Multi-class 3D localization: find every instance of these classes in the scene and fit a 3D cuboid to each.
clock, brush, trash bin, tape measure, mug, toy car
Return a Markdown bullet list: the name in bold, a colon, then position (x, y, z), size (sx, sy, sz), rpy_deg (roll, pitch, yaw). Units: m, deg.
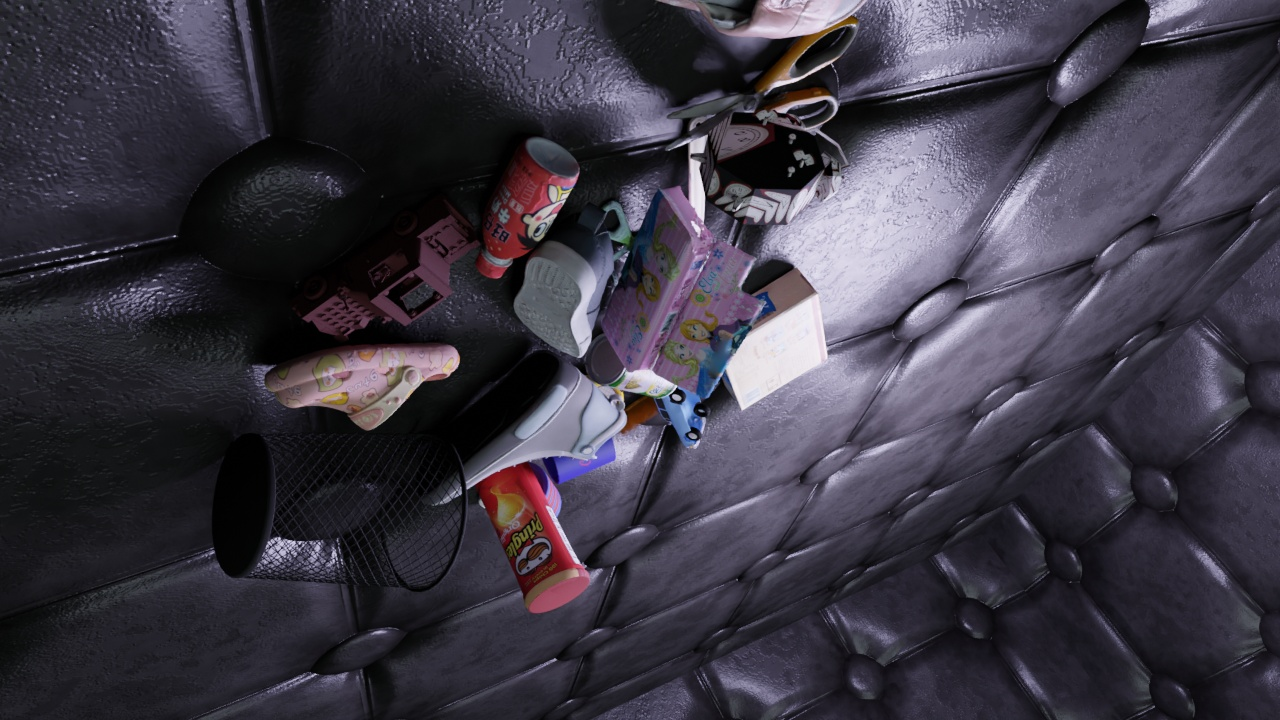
- **clock**: position (0.134, -0.196, 0.884), size (0.154, 0.114, 0.065), rpy_deg (-20, 150, -23)
- **brush**: position (0.060, -0.170, 0.978), size (0.033, 0.012, 0.218), rpy_deg (-25, 144, -17)
- **trash bin**: position (-0.326, 0.158, 0.987), size (0.209, 0.184, 0.184), rpy_deg (11, 131, -43)
- **tape measure**: position (-0.056, 0.049, 1.182), size (0.065, 0.037, 0.064), rpy_deg (17, 89, -36)
- **brush**: position (0.017, 0.062, 1.312), size (0.126, 0.017, 0.048), rpy_deg (-34, 151, 6)
- **mug**: position (-0.092, 0.116, 1.245), size (0.083, 0.079, 0.111), rpy_deg (-21, 178, -18)
- **toy car**: position (0.054, 0.058, 1.267), size (0.055, 0.056, 0.153), rpy_deg (3, 139, 25)
- **toy car**: position (-0.225, -0.073, 0.829), size (0.170, 0.062, 0.070), rpy_deg (-34, 151, 5)
- **mug**: position (-0.175, 0.193, 1.293), size (0.112, 0.074, 0.076), rpy_deg (-5, 152, 8)

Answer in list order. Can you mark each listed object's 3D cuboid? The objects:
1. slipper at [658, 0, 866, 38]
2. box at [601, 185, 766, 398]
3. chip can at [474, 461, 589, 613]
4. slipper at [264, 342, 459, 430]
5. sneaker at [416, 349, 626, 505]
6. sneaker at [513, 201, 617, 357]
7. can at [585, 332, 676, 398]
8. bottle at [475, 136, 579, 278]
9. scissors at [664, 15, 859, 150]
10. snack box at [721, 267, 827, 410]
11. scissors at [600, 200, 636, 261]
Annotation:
- **slipper**: position (0.106, -0.320, 0.763), size (0.273, 0.054, 0.114), rpy_deg (-7, 144, -36)
- **box**: position (0.039, -0.057, 0.988), size (0.061, 0.161, 0.231), rpy_deg (-39, 164, -38)
- **chip can**: position (-0.149, 0.211, 1.185), size (0.087, 0.213, 0.087), rpy_deg (-23, 150, -14)
- **slipper**: position (-0.264, 0.026, 0.905), size (0.196, 0.081, 0.093), rpy_deg (-8, 175, -42)
- **sneaker**: position (-0.142, 0.108, 1.116), size (0.257, 0.093, 0.160), rpy_deg (-41, 130, 17)
- **sneaker**: position (-0.071, -0.079, 0.947), size (0.087, 0.089, 0.236), rpy_deg (-57, 177, -22)
- **can**: position (-0.007, 0.007, 1.153), size (0.067, 0.067, 0.120), rpy_deg (-44, 148, 21)
- **bottle**: position (-0.112, -0.134, 0.842), size (0.061, 0.062, 0.138), rpy_deg (-2, 140, -42)
- **scissors**: position (0.124, -0.255, 0.918), size (0.225, 0.016, 0.175), rpy_deg (-32, 152, -2)
- **snack box**: position (0.179, -0.025, 1.290), size (0.153, 0.055, 0.207), rpy_deg (-31, 151, 0)
- **scissors**: position (-0.006, -0.128, 1.004), size (0.171, 0.021, 0.173), rpy_deg (-34, 156, -1)
